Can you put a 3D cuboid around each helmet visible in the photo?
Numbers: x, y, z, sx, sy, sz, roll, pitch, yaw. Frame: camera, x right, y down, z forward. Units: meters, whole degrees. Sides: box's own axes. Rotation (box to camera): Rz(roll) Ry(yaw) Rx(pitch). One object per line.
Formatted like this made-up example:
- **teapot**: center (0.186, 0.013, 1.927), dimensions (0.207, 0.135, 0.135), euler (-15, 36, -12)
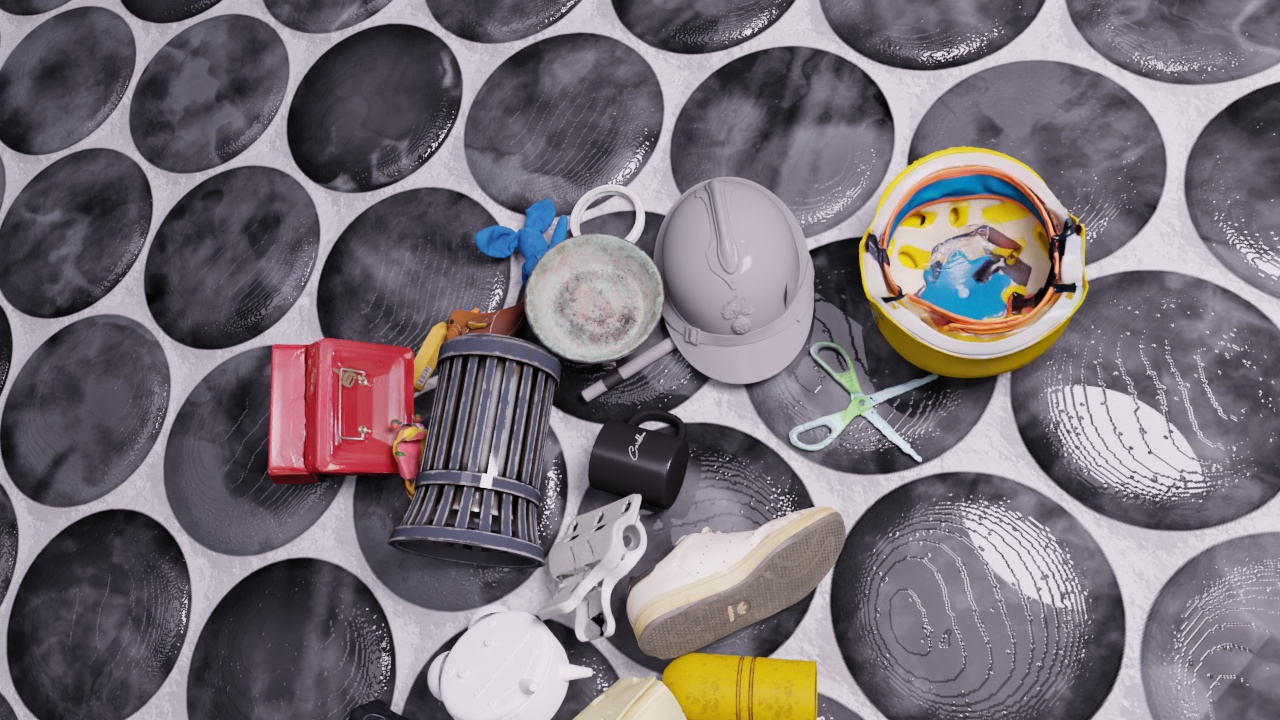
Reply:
- **helmet**: center (0.334, -0.084, 0.942), dimensions (0.209, 0.140, 0.239), euler (-3, 59, 14)
- **helmet**: center (0.097, -0.118, 1.015), dimensions (0.183, 0.118, 0.270), euler (-11, 65, 7)

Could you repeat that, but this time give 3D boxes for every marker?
- **marker**: center (-0.006, 0.006, 1.064), dimensions (0.140, 0.016, 0.016), euler (-32, 68, 3)

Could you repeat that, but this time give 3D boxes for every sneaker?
- **sneaker**: center (0.092, 0.210, 0.944), dimensions (0.241, 0.089, 0.102), euler (-26, 33, -10)

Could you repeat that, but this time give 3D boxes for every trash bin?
- **trash bin**: center (-0.170, 0.098, 1.003), dimensions (0.164, 0.164, 0.227), euler (1, 69, 15)

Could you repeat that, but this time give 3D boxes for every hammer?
- **hammer**: center (-0.157, 0.416, 0.930), dimensions (0.333, 0.117, 0.025), euler (12, 90, 23)

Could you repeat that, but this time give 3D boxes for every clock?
- **clock**: center (-0.143, 0.317, 0.937), dimensions (0.161, 0.073, 0.125), euler (16, 54, 43)

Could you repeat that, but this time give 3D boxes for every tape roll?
- **tape roll**: center (-0.041, -0.173, 1.132), dimensions (0.093, 0.013, 0.093), euler (-4, 72, 13)

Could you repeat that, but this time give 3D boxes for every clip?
- **clip**: center (-0.051, 0.213, 0.953), dimensions (0.125, 0.072, 0.142), euler (-33, 33, 45)

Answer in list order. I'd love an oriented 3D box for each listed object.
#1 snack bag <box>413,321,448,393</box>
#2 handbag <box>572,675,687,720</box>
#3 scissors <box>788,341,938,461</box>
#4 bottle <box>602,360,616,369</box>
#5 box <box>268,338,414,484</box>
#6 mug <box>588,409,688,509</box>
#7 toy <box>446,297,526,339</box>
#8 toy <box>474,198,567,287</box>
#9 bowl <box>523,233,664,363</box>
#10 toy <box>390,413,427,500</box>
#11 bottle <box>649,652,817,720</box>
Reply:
- **snack bag**: center (-0.263, -0.002, 1.128), dimensions (0.020, 0.026, 0.099), euler (23, 81, 20)
- **handbag**: center (-0.030, 0.368, 0.878), dimensions (0.119, 0.111, 0.081), euler (-33, 100, -39)
- **scissors**: center (0.236, 0.050, 0.990), dimensions (0.174, 0.022, 0.171), euler (-37, 65, -5)
- **bottle**: center (-0.039, -0.043, 1.077), dimensions (0.036, 0.036, 0.109), euler (-8, 71, 12)
- **box**: center (-0.379, 0.064, 1.088), dimensions (0.169, 0.153, 0.157), euler (-12, 74, 40)
- **mug**: center (0.006, 0.100, 1.005), dimensions (0.088, 0.078, 0.113), euler (14, 51, 18)
- **toy**: center (-0.185, -0.052, 1.121), dimensions (0.090, 0.071, 0.102), euler (18, 54, 32)
- **toy**: center (-0.127, -0.121, 1.111), dimensions (0.112, 0.071, 0.176), euler (-25, 67, -7)
- **bowl**: center (-0.051, -0.066, 1.043), dimensions (0.157, 0.038, 0.157), euler (-1, 71, 1)
- **toy**: center (-0.254, 0.113, 1.055), dimensions (0.046, 0.084, 0.103), euler (-11, 91, 17)
- **bottle**: center (0.090, 0.327, 0.905), dimensions (0.164, 0.071, 0.071), euler (0, 72, 13)
